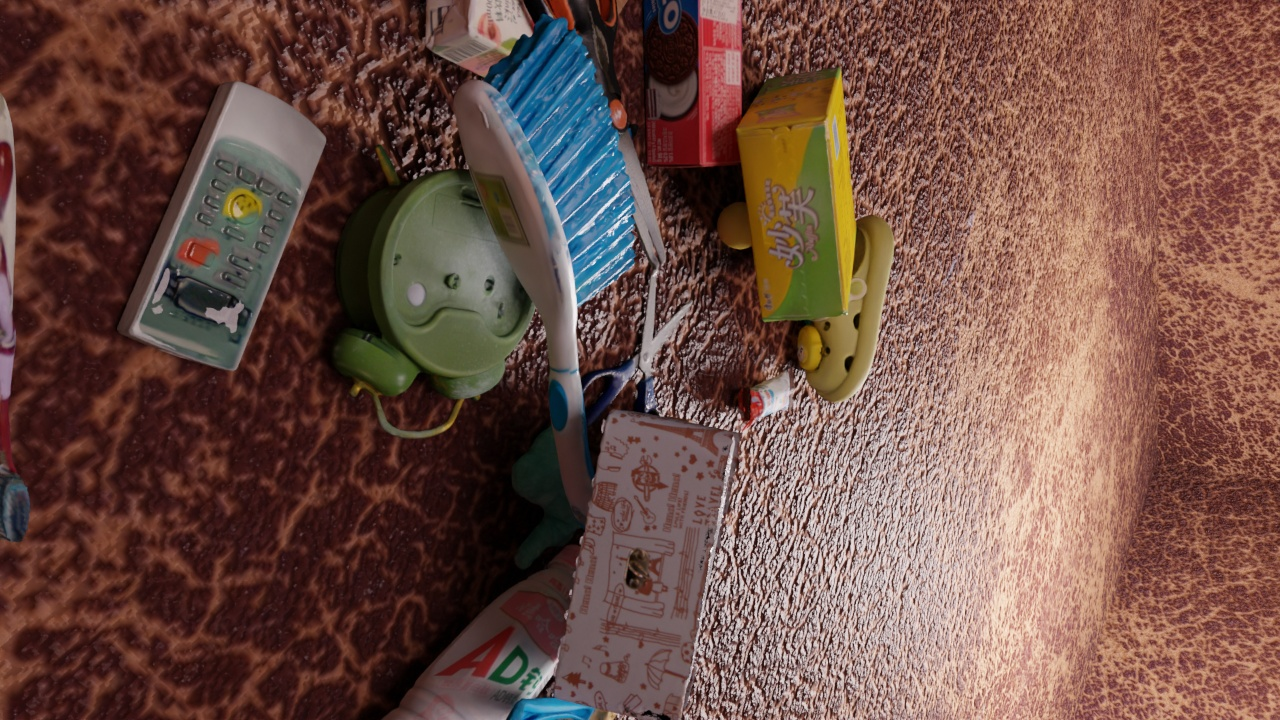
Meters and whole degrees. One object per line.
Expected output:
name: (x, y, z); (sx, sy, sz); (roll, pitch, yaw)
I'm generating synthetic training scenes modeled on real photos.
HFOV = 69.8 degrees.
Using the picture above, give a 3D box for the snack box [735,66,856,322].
snack box: (0.136, -0.144, 0.766); (0.209, 0.070, 0.158); (-63, 145, -60)

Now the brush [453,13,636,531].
brush: (-0.041, -0.031, 0.546); (0.109, 0.061, 0.315); (-49, 139, -32)

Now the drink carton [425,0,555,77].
drink carton: (-0.074, -0.196, 0.561); (0.122, 0.046, 0.053); (11, 75, -54)

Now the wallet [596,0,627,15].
wallet: (-0.041, -0.275, 0.612); (0.115, 0.020, 0.101); (50, 60, -47)

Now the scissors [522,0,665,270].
scissors: (-0.013, -0.173, 0.584); (0.235, 0.022, 0.148); (56, 41, -33)

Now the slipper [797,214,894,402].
slipper: (0.193, -0.055, 0.918); (0.081, 0.091, 0.190); (11, 100, -13)

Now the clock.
clock: (-0.119, -0.034, 0.529); (0.116, 0.056, 0.161); (6, 92, -52)

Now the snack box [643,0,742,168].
snack box: (0.040, -0.251, 0.690); (0.058, 0.057, 0.207); (-16, 110, -47)

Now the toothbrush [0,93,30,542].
toothbrush: (-0.263, -0.015, 0.378); (0.016, 0.017, 0.187); (-7, 103, -52)

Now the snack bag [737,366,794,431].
snack bag: (0.120, 0.037, 0.874); (0.105, 0.026, 0.045); (-18, 108, -52)

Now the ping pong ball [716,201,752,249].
ping pong ball: (0.086, -0.116, 0.788); (0.040, 0.040, 0.040); (-14, 108, -50)

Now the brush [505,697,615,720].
brush: (-0.052, 0.232, 0.609); (0.083, 0.046, 0.255); (-61, 162, -9)

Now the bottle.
bottle: (-0.094, 0.199, 0.598); (0.196, 0.068, 0.068); (-46, 130, -38)

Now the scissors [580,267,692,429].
scissors: (-0.001, 0.011, 0.725); (0.162, 0.012, 0.174); (-26, 116, -47)

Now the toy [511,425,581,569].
toy: (-0.063, 0.099, 0.650); (0.096, 0.030, 0.092); (-46, 128, -29)

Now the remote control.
remote control: (-0.200, -0.065, 0.447); (0.056, 0.019, 0.135); (31, 72, -50)

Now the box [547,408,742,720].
box: (0.015, 0.127, 0.644); (0.259, 0.082, 0.176); (36, 65, -82)

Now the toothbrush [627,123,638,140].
toothbrush: (-0.047, -0.110, 0.640); (0.189, 0.016, 0.014); (-54, 143, -32)
